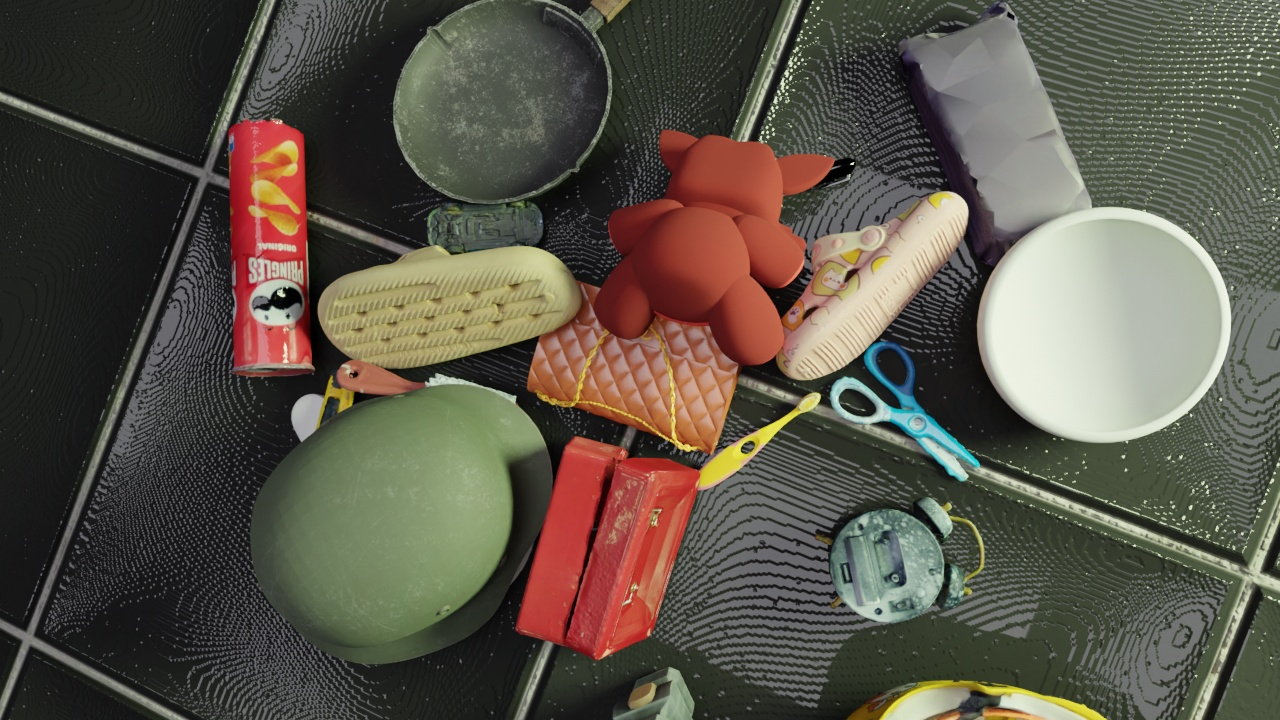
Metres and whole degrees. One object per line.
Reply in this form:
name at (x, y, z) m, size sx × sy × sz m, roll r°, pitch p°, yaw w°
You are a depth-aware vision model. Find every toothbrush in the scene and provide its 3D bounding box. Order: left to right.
toothbrush at (0.099, 0.069, 0.786) m, size 0.135 × 0.016 × 0.021 m, roll -37°, pitch 82°, yaw 6°

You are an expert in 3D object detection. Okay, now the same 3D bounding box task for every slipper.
slipper at (-0.167, -0.062, 0.801) m, size 0.262 × 0.111 × 0.079 m, roll -8°, pitch 48°, yaw 26°
slipper at (0.177, -0.069, 0.753) m, size 0.197 × 0.093 × 0.081 m, roll -44°, pitch 59°, yaw 4°

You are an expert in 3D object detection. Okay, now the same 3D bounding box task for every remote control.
remote control at (-0.285, 0.092, 0.863) m, size 0.043 × 0.013 × 0.136 m, roll -34°, pitch 81°, yaw 7°

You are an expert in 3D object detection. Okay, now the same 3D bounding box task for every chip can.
chip can at (-0.347, -0.104, 0.860) m, size 0.073 × 0.073 × 0.233 m, roll -5°, pitch 84°, yaw 11°

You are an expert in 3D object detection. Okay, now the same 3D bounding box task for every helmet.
helmet at (-0.198, 0.124, 0.728) m, size 0.267 × 0.154 × 0.227 m, roll -34°, pitch 83°, yaw -7°
helmet at (0.241, 0.333, 0.681) m, size 0.240 × 0.140 × 0.209 m, roll -9°, pitch 84°, yaw -2°

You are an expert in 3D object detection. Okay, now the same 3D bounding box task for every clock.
clock at (0.211, 0.160, 0.739) m, size 0.129 × 0.052 × 0.090 m, roll -12°, pitch 84°, yaw 11°

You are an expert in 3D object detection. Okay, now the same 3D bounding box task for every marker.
marker at (0.120, -0.147, 0.798) m, size 0.139 × 0.016 × 0.022 m, roll -17°, pitch 87°, yaw 11°

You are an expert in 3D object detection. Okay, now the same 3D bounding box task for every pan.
pan at (-0.067, -0.285, 0.833) m, size 0.357 × 0.040 × 0.207 m, roll -43°, pitch 74°, yaw -2°

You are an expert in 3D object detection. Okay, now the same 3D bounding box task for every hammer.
hammer at (0.069, 0.412, 0.735) m, size 0.051 × 0.117 × 0.323 m, roll -25°, pitch 90°, yaw 8°

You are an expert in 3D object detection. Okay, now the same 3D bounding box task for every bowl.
bowl at (0.349, -0.028, 0.712) m, size 0.177 × 0.066 × 0.176 m, roll 1°, pitch 95°, yaw 8°

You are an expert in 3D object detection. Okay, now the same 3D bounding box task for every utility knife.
utility knife at (-0.293, 0.082, 0.851) m, size 0.030 × 0.017 × 0.155 m, roll 15°, pitch 92°, yaw 21°

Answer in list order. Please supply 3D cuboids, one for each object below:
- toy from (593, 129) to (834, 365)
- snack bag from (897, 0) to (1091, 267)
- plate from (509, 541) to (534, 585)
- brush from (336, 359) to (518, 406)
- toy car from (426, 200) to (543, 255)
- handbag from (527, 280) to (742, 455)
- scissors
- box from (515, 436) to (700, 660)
toy at (0.059, -0.102, 0.744) m, size 0.158 × 0.121 × 0.196 m, roll 12°, pitch 58°, yaw 17°
snack bag at (0.290, -0.185, 0.744) m, size 0.096 × 0.058 × 0.205 m, roll -22°, pitch 83°, yaw 10°
plate at (-0.184, 0.138, 0.821) m, size 0.182 × 0.034 × 0.182 m, roll 0°, pitch 85°, yaw 6°
brush at (-0.191, 0.027, 0.822) m, size 0.172 × 0.030 × 0.040 m, roll 15°, pitch 58°, yaw 3°
toy car at (-0.141, -0.119, 0.839) m, size 0.105 × 0.032 × 0.048 m, roll -5°, pitch 83°, yaw -2°
handbag at (-0.004, 0.004, 0.792) m, size 0.172 × 0.060 × 0.109 m, roll 18°, pitch 94°, yaw 12°
scissors at (0.231, 0.043, 0.764) m, size 0.140 × 0.015 × 0.083 m, roll 38°, pitch 91°, yaw 14°
box at (-0.041, 0.146, 0.751) m, size 0.123 × 0.136 × 0.157 m, roll 18°, pitch 89°, yaw 18°
